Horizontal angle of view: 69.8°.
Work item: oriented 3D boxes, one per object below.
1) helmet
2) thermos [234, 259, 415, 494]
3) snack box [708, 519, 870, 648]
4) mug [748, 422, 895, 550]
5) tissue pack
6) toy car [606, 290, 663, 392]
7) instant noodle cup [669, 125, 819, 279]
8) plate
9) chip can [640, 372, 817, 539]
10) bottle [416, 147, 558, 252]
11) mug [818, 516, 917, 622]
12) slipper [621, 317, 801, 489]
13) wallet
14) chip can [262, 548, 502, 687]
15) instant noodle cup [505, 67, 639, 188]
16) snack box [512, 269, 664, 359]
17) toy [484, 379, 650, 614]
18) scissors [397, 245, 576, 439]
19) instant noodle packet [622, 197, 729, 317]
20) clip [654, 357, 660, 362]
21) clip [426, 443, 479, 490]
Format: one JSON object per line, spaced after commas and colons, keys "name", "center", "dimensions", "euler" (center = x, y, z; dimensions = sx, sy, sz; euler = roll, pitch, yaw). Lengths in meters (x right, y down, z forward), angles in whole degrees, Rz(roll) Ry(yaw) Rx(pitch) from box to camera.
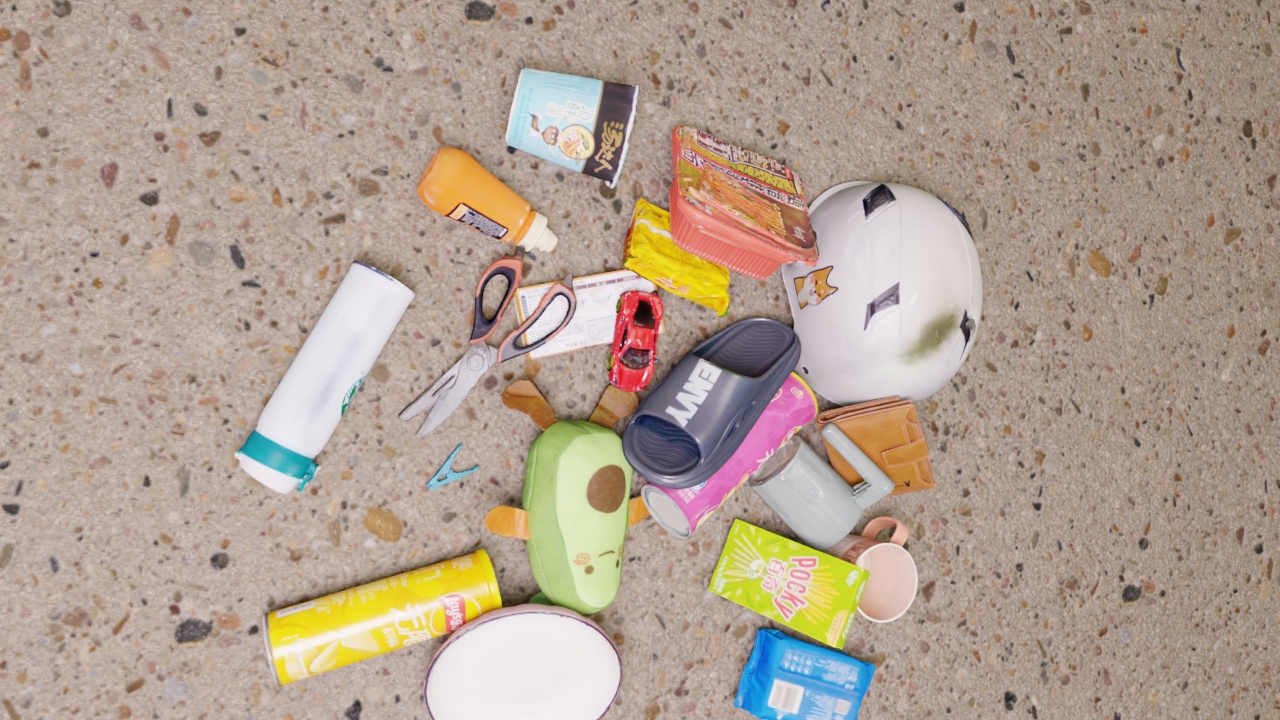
{"name": "helmet", "center": [0.284, -0.078, 1.015], "dimensions": [0.230, 0.157, 0.274], "euler": [11, 85, -18]}
{"name": "thermos", "center": [-0.297, 0.018, 0.870], "dimensions": [0.073, 0.073, 0.224], "euler": [31, 80, -15]}
{"name": "snack box", "center": [0.155, 0.234, 0.972], "dimensions": [0.026, 0.156, 0.085], "euler": [35, 76, -53]}
{"name": "mug", "center": [0.196, 0.133, 1.004], "dimensions": [0.103, 0.083, 0.124], "euler": [45, 117, -9]}
{"name": "tissue pack", "center": [0.183, 0.360, 1.022], "dimensions": [0.157, 0.052, 0.095], "euler": [21, 84, -16]}
{"name": "toy car", "center": [-0.004, -0.019, 0.958], "dimensions": [0.049, 0.031, 0.106], "euler": [10, 89, -18]}
{"name": "instant noodle cup", "center": [0.098, -0.158, 0.969], "dimensions": [0.164, 0.188, 0.079], "euler": [20, 127, -16]}
{"name": "plate", "center": [-0.115, 0.307, 0.903], "dimensions": [0.192, 0.039, 0.193], "euler": [-5, 120, -9]}
{"name": "chip can", "center": [0.097, 0.096, 0.971], "dimensions": [0.210, 0.072, 0.071], "euler": [-39, 100, -27]}
{"name": "bottle", "center": [-0.149, -0.154, 0.930], "dimensions": [0.149, 0.067, 0.066], "euler": [30, 79, -22]}
{"name": "mug", "center": [0.249, 0.224, 1.019], "dimensions": [0.081, 0.106, 0.114], "euler": [37, 77, -14]}
{"name": "slipper", "center": [0.075, 0.019, 0.937], "dimensions": [0.267, 0.111, 0.083], "euler": [-43, 144, -36]}
{"name": "wallet", "center": [0.269, 0.099, 1.018], "dimensions": [0.119, 0.035, 0.131], "euler": [-12, 125, 21]}
{"name": "chip can", "center": [-0.243, 0.243, 0.877], "dimensions": [0.213, 0.072, 0.072], "euler": [-13, 92, -18]}
{"name": "instant noodle cup", "center": [-0.073, -0.243, 0.938], "dimensions": [0.120, 0.111, 0.111], "euler": [12, 84, -10]}
{"name": "snack box", "center": [-0.054, -0.051, 0.972], "dimensions": [0.153, 0.026, 0.075], "euler": [-12, 92, -17]}
{"name": "toy", "center": [-0.062, 0.141, 0.926], "dimensions": [0.226, 0.090, 0.246], "euler": [1, 84, -37]}
{"name": "scissors", "center": [-0.162, -0.020, 0.925], "dimensions": [0.201, 0.015, 0.206], "euler": [-5, 92, -7]}
{"name": "instant noodle packet", "center": [0.043, -0.110, 0.979], "dimensions": [0.128, 0.044, 0.110], "euler": [24, 44, -16]}
{"name": "clip", "center": [-0.008, 0.005, 0.987], "dimensions": [0.058, 0.026, 0.042], "euler": [-33, 106, -16]}
{"name": "clip", "center": [-0.193, 0.113, 0.929], "dimensions": [0.054, 0.013, 0.033], "euler": [-39, 99, -15]}
